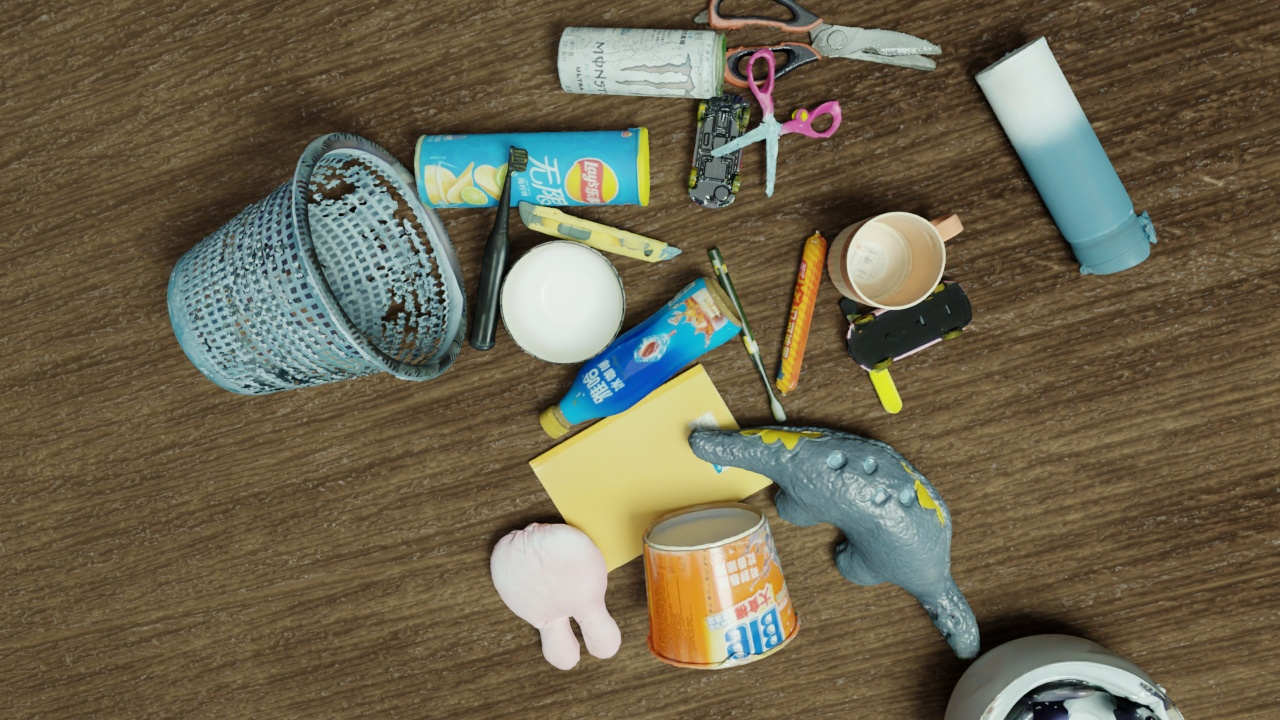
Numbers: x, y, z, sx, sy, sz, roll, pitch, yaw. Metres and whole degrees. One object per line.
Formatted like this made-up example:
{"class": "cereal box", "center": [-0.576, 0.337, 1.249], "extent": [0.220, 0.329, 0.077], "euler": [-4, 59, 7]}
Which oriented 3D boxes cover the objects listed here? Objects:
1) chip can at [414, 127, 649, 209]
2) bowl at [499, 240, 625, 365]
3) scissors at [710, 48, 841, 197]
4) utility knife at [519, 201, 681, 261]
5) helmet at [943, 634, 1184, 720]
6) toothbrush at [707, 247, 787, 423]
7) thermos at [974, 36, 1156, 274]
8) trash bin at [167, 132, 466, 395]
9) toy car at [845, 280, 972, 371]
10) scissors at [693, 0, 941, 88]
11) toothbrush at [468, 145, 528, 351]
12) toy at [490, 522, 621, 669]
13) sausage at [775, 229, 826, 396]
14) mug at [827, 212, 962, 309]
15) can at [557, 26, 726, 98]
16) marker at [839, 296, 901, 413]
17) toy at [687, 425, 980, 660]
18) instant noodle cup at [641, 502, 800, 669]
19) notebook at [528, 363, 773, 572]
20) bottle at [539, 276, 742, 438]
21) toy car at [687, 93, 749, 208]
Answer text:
{"class": "chip can", "center": [-0.098, -0.178, 0.853], "extent": [0.210, 0.071, 0.071], "euler": [0, 101, 4]}
{"class": "bowl", "center": [-0.071, -0.058, 0.878], "extent": [0.116, 0.066, 0.116], "euler": [1, 102, 3]}
{"class": "scissors", "center": [0.121, -0.220, 0.838], "extent": [0.133, 0.017, 0.136], "euler": [-24, 111, -10]}
{"class": "utility knife", "center": [-0.039, -0.120, 0.869], "extent": [0.162, 0.018, 0.031], "euler": [9, 138, -21]}
{"class": "helmet", "center": [0.399, 0.374, 0.889], "extent": [0.229, 0.145, 0.259], "euler": [-23, 108, 9]}
{"class": "toothbrush", "center": [0.105, -0.024, 0.899], "extent": [0.012, 0.017, 0.186], "euler": [-22, 97, 10]}
{"class": "thermos", "center": [0.383, -0.179, 0.823], "extent": [0.070, 0.070, 0.220], "euler": [-32, 97, 9]}
{"class": "trash bin", "center": [-0.302, -0.065, 0.834], "extent": [0.195, 0.226, 0.226], "euler": [-17, 100, 20]}
{"class": "toy car", "center": [0.254, -0.034, 0.873], "extent": [0.122, 0.037, 0.056], "euler": [-24, 96, 5]}
{"class": "scissors", "center": [0.161, -0.281, 0.844], "extent": [0.194, 0.015, 0.206], "euler": [-43, 95, 9]}
{"class": "toothbrush", "center": [-0.132, -0.101, 0.855], "extent": [0.027, 0.026, 0.213], "euler": [9, 125, -12]}
{"class": "toy", "center": [-0.086, 0.240, 0.943], "extent": [0.121, 0.054, 0.159], "euler": [-19, 98, 16]}
{"class": "sausage", "center": [0.155, -0.044, 0.887], "extent": [0.021, 0.021, 0.165], "euler": [11, 101, 2]}
{"class": "mug", "center": [0.230, -0.097, 0.826], "extent": [0.114, 0.106, 0.081], "euler": [-31, 95, 4]}
{"class": "can", "center": [0.002, -0.269, 0.827], "extent": [0.147, 0.058, 0.058], "euler": [6, 101, 10]}
{"class": "marker", "center": [0.224, -0.006, 0.894], "extent": [0.018, 0.015, 0.124], "euler": [-25, 95, 2]}
{"class": "toy", "center": [0.216, 0.149, 0.887], "extent": [0.356, 0.091, 0.138], "euler": [40, 110, -2]}
{"class": "instant noodle cup", "center": [0.070, 0.208, 0.878], "extent": [0.151, 0.151, 0.111], "euler": [-10, 98, 6]}
{"class": "notebook", "center": [0.009, 0.114, 0.934], "extent": [0.206, 0.010, 0.146], "euler": [-31, 97, 9]}
{"class": "bottle", "center": [-0.005, 0.005, 0.884], "extent": [0.219, 0.065, 0.065], "euler": [-36, 97, 14]}
{"class": "toy car", "center": [0.072, -0.195, 0.857], "extent": [0.049, 0.031, 0.106], "euler": [7, 97, 3]}
